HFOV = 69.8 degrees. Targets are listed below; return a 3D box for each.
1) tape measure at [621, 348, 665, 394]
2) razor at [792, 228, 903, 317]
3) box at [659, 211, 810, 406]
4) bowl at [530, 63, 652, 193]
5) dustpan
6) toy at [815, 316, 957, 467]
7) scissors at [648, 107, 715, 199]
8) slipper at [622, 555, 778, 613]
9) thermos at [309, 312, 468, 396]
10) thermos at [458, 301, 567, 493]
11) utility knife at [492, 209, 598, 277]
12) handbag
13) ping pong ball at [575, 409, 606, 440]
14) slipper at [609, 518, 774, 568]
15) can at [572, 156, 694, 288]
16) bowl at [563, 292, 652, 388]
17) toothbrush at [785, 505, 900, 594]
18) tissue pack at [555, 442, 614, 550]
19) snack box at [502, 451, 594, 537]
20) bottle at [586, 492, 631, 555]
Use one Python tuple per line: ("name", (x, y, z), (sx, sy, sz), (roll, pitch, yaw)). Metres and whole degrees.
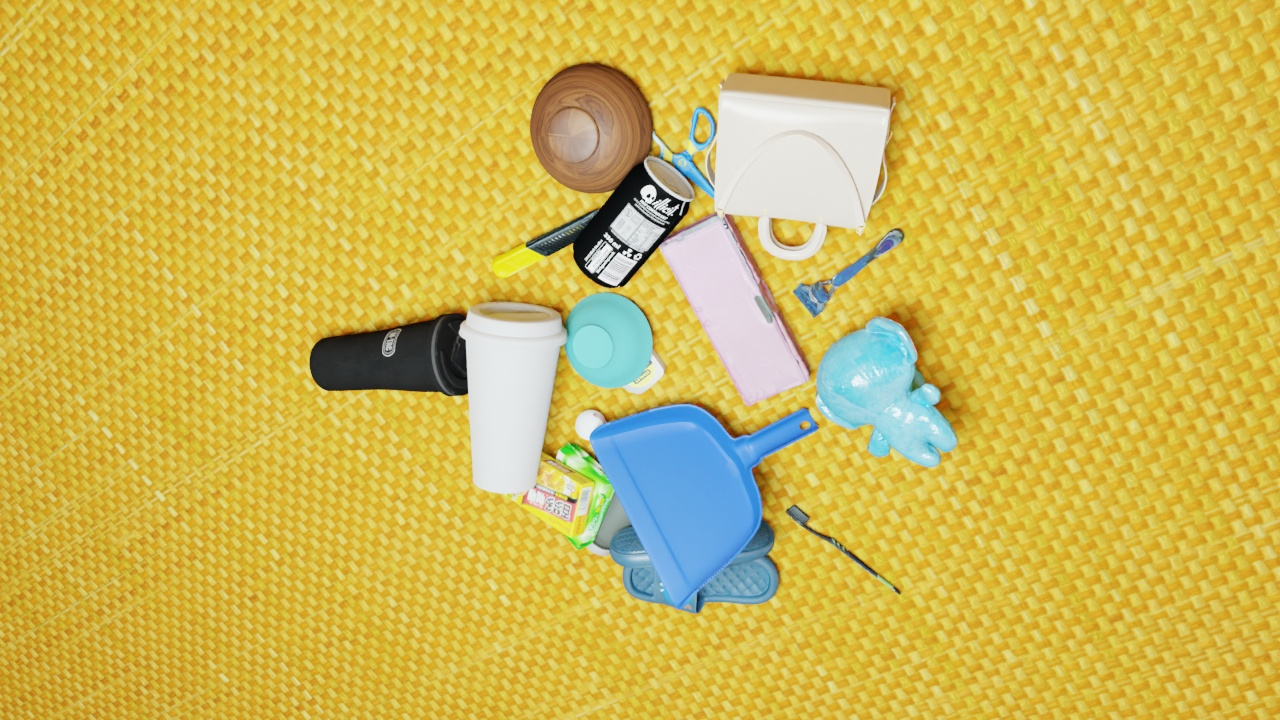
("tape measure", (-0.007, 0.007, 1.164), (0.064, 0.016, 0.065), (-38, 99, 24))
("razor", (0.243, -0.105, 1.059), (0.141, 0.018, 0.044), (-38, 98, 24))
("box", (0.114, -0.059, 1.096), (0.098, 0.041, 0.233), (-23, 105, 20))
("bowl", (-0.066, -0.258, 1.038), (0.147, 0.068, 0.147), (6, 112, 16))
("dustpan", (0.102, 0.135, 1.134), (0.257, 0.060, 0.245), (-26, 69, -9))
("toy", (0.291, 0.038, 1.059), (0.180, 0.114, 0.184), (42, 139, 14))
("scissors", (0.043, -0.232, 1.060), (0.125, 0.016, 0.125), (16, 114, 12))
("slipper", (0.078, 0.292, 1.236), (0.214, 0.059, 0.104), (-2, 109, 13))
("thermos", (-0.320, -0.002, 1.195), (0.219, 0.105, 0.106), (-4, 110, 20))
("thermos", (-0.162, 0.047, 1.144), (0.131, 0.131, 0.222), (9, 106, 10))
("utility knife", (-0.096, -0.150, 1.122), (0.198, 0.020, 0.029), (-22, 128, 19))
("handbag", (0.169, -0.201, 1.007), (0.195, 0.101, 0.198), (9, 125, 10))
("ping pong ball", (-0.065, 0.084, 1.196), (0.040, 0.040, 0.040), (5, 112, 12))
("slipper", (0.068, 0.241, 1.172), (0.213, 0.103, 0.059), (-5, 112, -4))
("can", (-0.010, -0.157, 1.059), (0.080, 0.080, 0.146), (40, 119, -4))
("bowl", (-0.050, -0.021, 1.133), (0.121, 0.046, 0.121), (4, 102, 21))
("toothbrush", (0.267, 0.248, 1.197), (0.188, 0.014, 0.017), (36, 107, -3))
("tissue pack", (-0.085, 0.177, 1.213), (0.099, 0.034, 0.114), (35, 113, 36))
("snack box", (-0.127, 0.166, 1.207), (0.152, 0.025, 0.075), (24, 108, 37))
("bottle", (-0.033, 0.209, 1.227), (0.060, 0.060, 0.109), (32, 115, -1))
